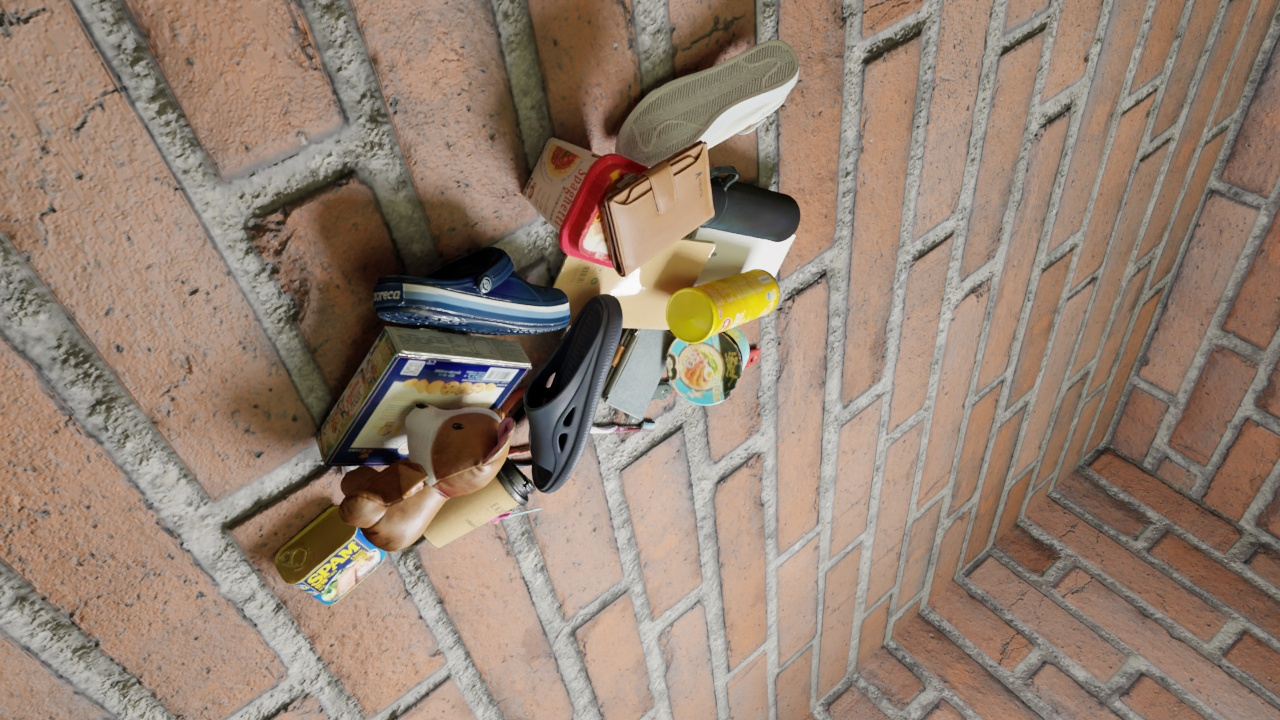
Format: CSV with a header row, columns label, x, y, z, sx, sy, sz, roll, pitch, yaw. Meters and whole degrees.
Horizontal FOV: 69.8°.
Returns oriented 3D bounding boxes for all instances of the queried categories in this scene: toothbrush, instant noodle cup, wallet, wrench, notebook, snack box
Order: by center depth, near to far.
label,x,y,z,sx,sy,sz,roll,pitch,yaw
wallet,0.020,-0.160,0.959,0.131,0.031,0.108,-36,142,-21
instant noodle cup,-0.055,-0.177,0.996,0.116,0.124,0.116,10,113,-50
snack box,-0.241,0.046,1.024,0.177,0.045,0.183,7,132,-48
notebook,-0.016,-0.098,1.154,0.207,0.008,0.148,0,133,-36
wallet,-0.008,0.007,1.274,0.106,0.037,0.129,30,84,-50
instant noodle cup,0.105,-0.005,1.317,0.111,0.111,0.120,-66,169,21
notebook,0.128,-0.122,1.328,0.208,0.012,0.151,-4,125,-43
toothbrush,-0.040,0.097,1.341,0.187,0.016,0.017,5,110,-48
wrench,0.087,0.030,1.415,0.272,0.016,0.056,-23,135,-32

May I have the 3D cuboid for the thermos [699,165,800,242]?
label,x,y,z,sx,sy,sz,roll,pitch,yaw
thermos,0.130,-0.202,1.182,0.090,0.068,0.242,-32,163,32

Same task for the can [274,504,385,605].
label,x,y,z,sx,sy,sz,roll,pitch,yaw
can,-0.364,0.232,1.087,0.102,0.057,0.083,-41,145,-12

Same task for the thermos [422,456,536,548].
label,x,y,z,sx,sy,sz,roll,pitch,yaw
thermos,-0.210,0.170,1.151,0.143,0.093,0.093,-35,142,-1

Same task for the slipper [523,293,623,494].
label,x,y,z,sx,sy,sz,roll,pitch,yaw
slipper,-0.103,0.036,1.140,0.083,0.110,0.268,14,109,-25

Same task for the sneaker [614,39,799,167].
label,x,y,z,sx,sy,sz,roll,pitch,yaw
sneaker,0.074,-0.286,1.080,0.242,0.089,0.091,-31,170,-8

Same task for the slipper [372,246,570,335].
label,x,y,z,sx,sy,sz,roll,pitch,yaw
slipper,-0.180,-0.076,0.986,0.252,0.105,0.095,1,91,-55

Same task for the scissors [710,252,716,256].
label,x,y,z,sx,sy,sz,roll,pitch,yaw
scissors,0.013,-0.144,1.179,0.231,0.022,0.221,-25,137,-26

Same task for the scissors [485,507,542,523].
label,x,y,z,sx,sy,sz,roll,pitch,yaw
scissors,-0.199,0.213,1.240,0.135,0.017,0.133,-14,170,-1

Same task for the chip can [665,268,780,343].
label,x,y,z,sx,sy,sz,roll,pitch,yaw
chip can,0.116,-0.078,1.240,0.212,0.072,0.072,-23,138,-56

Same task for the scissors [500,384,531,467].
label,x,y,z,sx,sy,sz,roll,pitch,yaw
scissors,-0.187,0.118,1.208,0.223,0.015,0.189,-48,144,-2

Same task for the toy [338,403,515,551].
label,x,y,z,sx,sy,sz,roll,pitch,yaw
toy,-0.226,0.111,0.989,0.199,0.140,0.130,-28,108,-10
